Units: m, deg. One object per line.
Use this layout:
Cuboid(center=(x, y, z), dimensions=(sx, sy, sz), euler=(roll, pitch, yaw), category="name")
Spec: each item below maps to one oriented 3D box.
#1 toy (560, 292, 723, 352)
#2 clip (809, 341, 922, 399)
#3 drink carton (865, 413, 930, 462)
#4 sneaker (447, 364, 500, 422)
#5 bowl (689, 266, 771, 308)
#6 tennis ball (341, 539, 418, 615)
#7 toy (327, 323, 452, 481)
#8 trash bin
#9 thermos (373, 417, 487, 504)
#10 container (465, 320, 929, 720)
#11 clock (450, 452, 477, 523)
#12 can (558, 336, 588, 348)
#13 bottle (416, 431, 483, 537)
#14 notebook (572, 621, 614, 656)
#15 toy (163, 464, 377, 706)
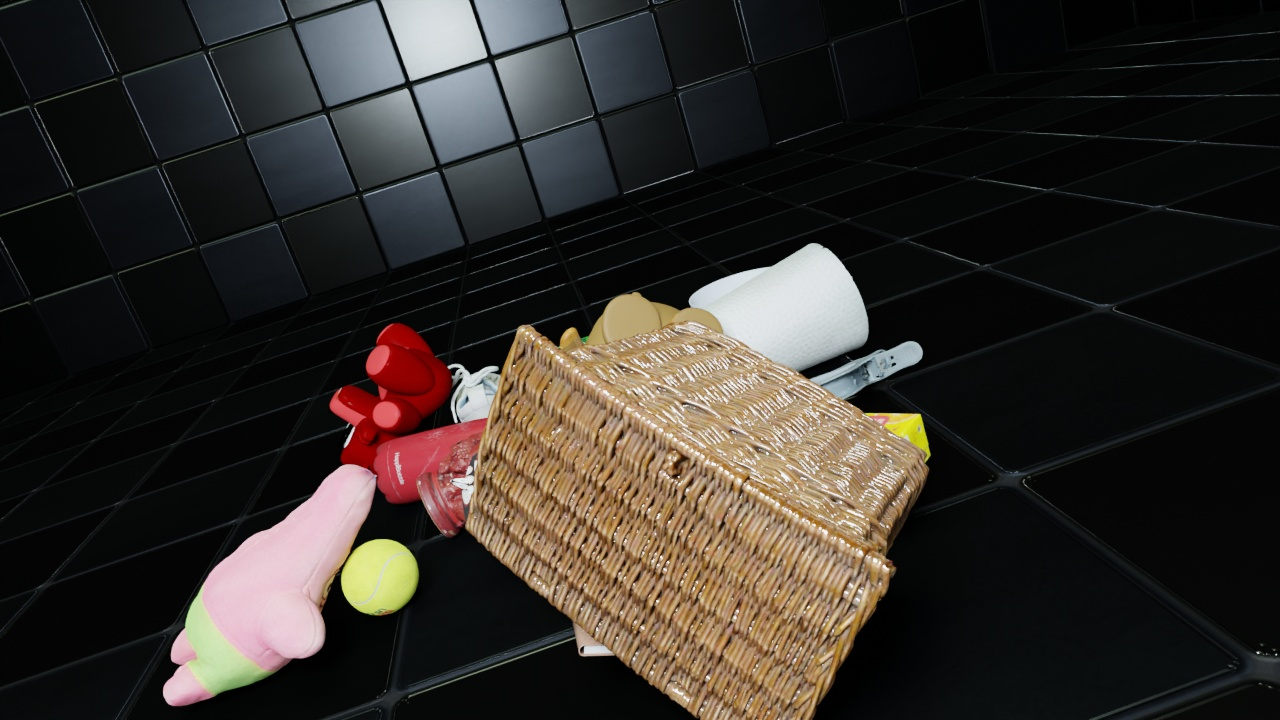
Cuboid(center=(-0.006, 0.006, 0.997), dimensions=(0.198, 0.162, 0.204), euler=(10, -16, -16), category="toy")
Cuboid(center=(0.197, 0.024, 0.950), dimensions=(0.166, 0.028, 0.128), euler=(-21, 0, -23), category="clip")
Cuboid(center=(0.157, 0.070, 0.735), dimensions=(0.135, 0.043, 0.058), euler=(-2, 24, 44), category="drink carton")
Cuboid(center=(-0.203, 0.041, 1.189), dimensions=(0.089, 0.091, 0.242), euler=(-21, 17, -7), category="sneaker")
Cuboid(center=(0.142, -0.062, 1.191), dimensions=(0.144, 0.074, 0.143), euler=(-16, 18, 5), category="bowl")
Cuboid(center=(-0.228, 0.190, 0.804), dimensions=(0.065, 0.065, 0.065), euler=(-16, 18, 5), category="tennis ball")
Cuboid(center=(-0.316, 0.064, 1.121), dimensions=(0.197, 0.120, 0.158), euler=(-59, 18, 9), category="toy")
Cuboid(center=(0.152, -0.040, 1.042), dimensions=(0.161, 0.133, 0.133), euler=(-26, 19, -10), category="trash bin")
Cuboid(center=(-0.170, 0.099, 1.010), dimensions=(0.240, 0.073, 0.073), euler=(-14, 18, 8), category="thermos")
Cuboid(center=(0.047, 0.083, 0.583), dimensions=(0.250, 0.162, 0.182), euler=(32, 31, 23), category="container")
Cuboid(center=(-0.088, 0.122, 0.833), dimensions=(0.154, 0.065, 0.114), euler=(-13, 49, -40), category="clock")
Cuboid(center=(-0.085, 0.024, 1.127), dimensions=(0.139, 0.088, 0.088), euler=(-20, 18, -9), category="can")
Cuboid(center=(-0.157, 0.121, 0.920), dimensions=(0.111, 0.099, 0.099), euler=(-29, 18, -2), category="bottle")
Cuboid(center=(0.012, 0.156, 0.684), dimensions=(0.141, 0.008, 0.209), euler=(2, 15, -11), category="notebook")
Cuboid(center=(-0.306, 0.187, 0.781), dimensions=(0.236, 0.097, 0.192), euler=(-50, 30, -5), category="toy")
